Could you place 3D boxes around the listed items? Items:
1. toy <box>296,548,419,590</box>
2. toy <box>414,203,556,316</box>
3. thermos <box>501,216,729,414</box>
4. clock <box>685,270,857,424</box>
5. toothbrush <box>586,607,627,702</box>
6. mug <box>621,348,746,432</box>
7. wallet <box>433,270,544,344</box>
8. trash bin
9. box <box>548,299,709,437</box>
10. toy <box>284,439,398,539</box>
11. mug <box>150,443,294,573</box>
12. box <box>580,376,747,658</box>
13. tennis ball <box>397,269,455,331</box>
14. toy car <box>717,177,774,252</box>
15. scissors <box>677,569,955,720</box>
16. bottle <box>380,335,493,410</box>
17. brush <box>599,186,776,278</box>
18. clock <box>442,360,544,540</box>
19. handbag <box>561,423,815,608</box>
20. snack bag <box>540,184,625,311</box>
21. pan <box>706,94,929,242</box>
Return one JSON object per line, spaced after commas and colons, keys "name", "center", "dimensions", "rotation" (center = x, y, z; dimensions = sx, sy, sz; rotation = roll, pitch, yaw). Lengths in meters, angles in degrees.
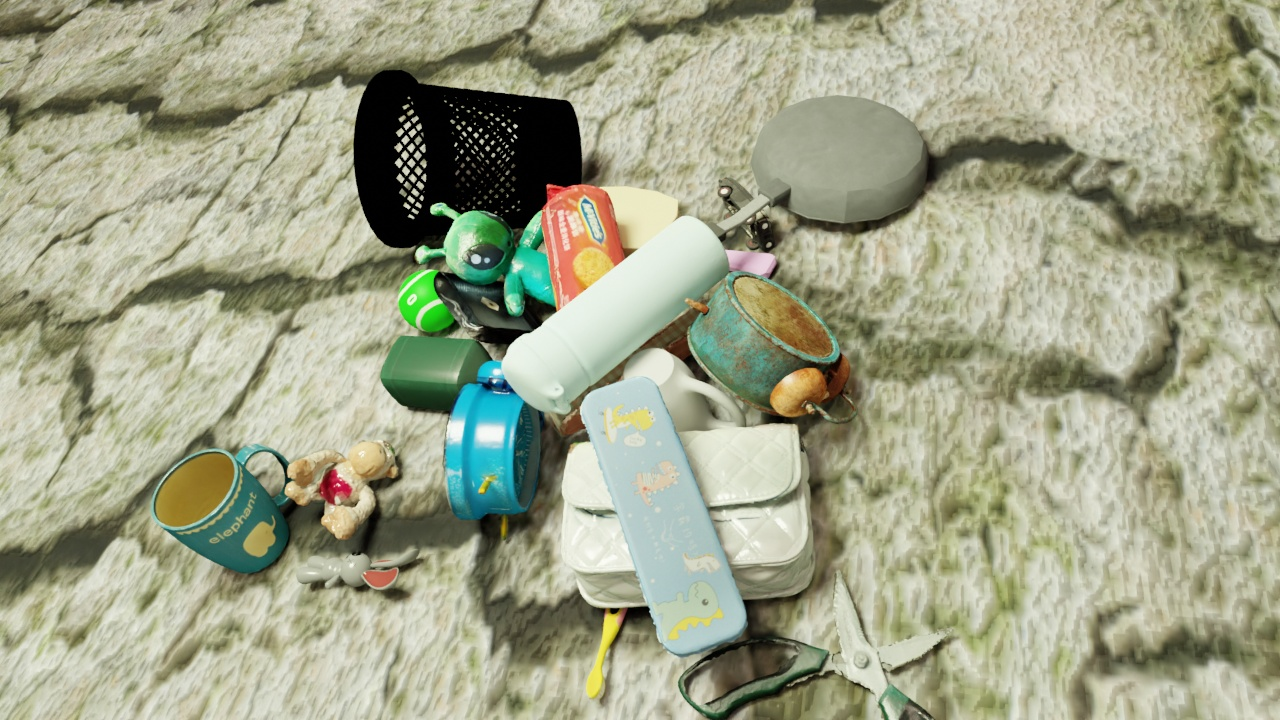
{"name": "toy", "center": [-0.249, 0.183, 0.803], "dimensions": [0.112, 0.030, 0.049], "rotation": [-5, 23, 20]}
{"name": "toy", "center": [-0.130, -0.097, 0.927], "dimensions": [0.193, 0.073, 0.130], "rotation": [23, 55, -11]}
{"name": "thermos", "center": [-0.020, -0.038, 0.764], "dimensions": [0.206, 0.065, 0.078], "rotation": [-39, 56, -16]}
{"name": "clock", "center": [0.112, 0.001, 0.764], "dimensions": [0.157, 0.121, 0.073], "rotation": [44, 119, 18]}
{"name": "toothbrush", "center": [-0.021, 0.200, 0.717], "dimensions": [0.021, 0.016, 0.135], "rotation": [-3, 48, 20]}
{"name": "mug", "center": [0.035, 0.035, 0.778], "dimensions": [0.107, 0.089, 0.071], "rotation": [6, 55, 24]}
{"name": "wallet", "center": [-0.150, -0.051, 0.926], "dimensions": [0.115, 0.089, 0.026], "rotation": [47, 120, 42]}
{"name": "trash bin", "center": [-0.177, -0.219, 1.013], "dimensions": [0.200, 0.196, 0.195], "rotation": [3, 53, 11]}
{"name": "box", "center": [-0.003, 0.008, 0.842], "dimensions": [0.187, 0.085, 0.048], "rotation": [-34, 77, -11]}
{"name": "toy", "center": [-0.264, 0.112, 0.849], "dimensions": [0.085, 0.074, 0.105], "rotation": [45, 51, 8]}
{"name": "mug", "center": [-0.365, 0.132, 0.839], "dimensions": [0.084, 0.104, 0.112], "rotation": [19, 59, 31]}
{"name": "box", "center": [0.014, 0.106, 0.660], "dimensions": [0.066, 0.037, 0.209], "rotation": [-21, 67, 0]}
{"name": "tennis ball", "center": [-0.223, -0.063, 0.969], "dimensions": [0.065, 0.065, 0.065], "rotation": [-10, 50, 12]}
{"name": "toy car", "center": [0.109, -0.152, 0.934], "dimensions": [0.037, 0.040, 0.092], "rotation": [-28, 49, -5]}
{"name": "scissors", "center": [0.128, 0.243, 0.627], "dimensions": [0.202, 0.015, 0.201], "rotation": [-17, 49, 9]}
{"name": "bottle", "center": [-0.180, 0.014, 0.893], "dimensions": [0.131, 0.061, 0.061], "rotation": [4, 56, 23]}
{"name": "brush", "center": [0.030, -0.125, 0.940], "dimensions": [0.229, 0.043, 0.089], "rotation": [16, 59, 30]}
{"name": "clock", "center": [-0.123, 0.064, 0.798], "dimensions": [0.060, 0.117, 0.161], "rotation": [3, 57, 9]}
{"name": "handbag", "center": [0.036, 0.113, 0.717], "dimensions": [0.195, 0.072, 0.138], "rotation": [-6, 49, 8]}
{"name": "snack bag", "center": [-0.049, -0.085, 0.886], "dimensions": [0.082, 0.082, 0.176], "rotation": [-15, 70, 9]}
{"name": "pan", "center": [0.134, -0.166, 0.888], "dimensions": [0.356, 0.041, 0.178], "rotation": [-34, 55, -23]}
